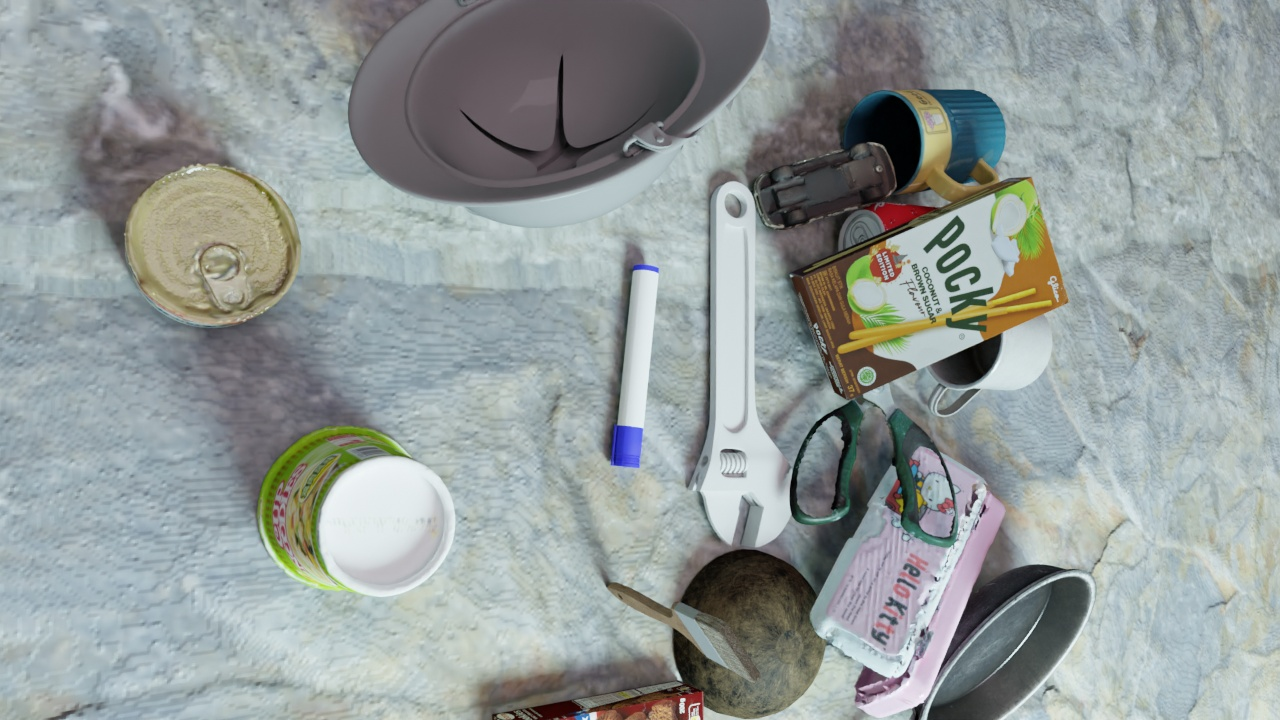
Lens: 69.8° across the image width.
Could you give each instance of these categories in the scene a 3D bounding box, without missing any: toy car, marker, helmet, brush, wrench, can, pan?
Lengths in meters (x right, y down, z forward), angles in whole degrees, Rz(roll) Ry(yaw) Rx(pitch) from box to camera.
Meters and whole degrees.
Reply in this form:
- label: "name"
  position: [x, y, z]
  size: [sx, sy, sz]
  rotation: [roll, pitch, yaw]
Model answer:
- label: "toy car"
  position: [0.142, -0.134, 0.713]
  size: [0.113, 0.040, 0.048]
  rotation: [-16, 89, -5]
- label: "marker"
  position: [-0.004, 0.004, 0.643]
  size: [0.020, 0.020, 0.141]
  rotation: [9, 82, -28]
- label: "helmet"
  position: [-0.044, -0.152, 0.578]
  size: [0.270, 0.118, 0.183]
  rotation: [-36, 68, -21]
- label: "brush"
  position: [0.017, 0.160, 0.573]
  size: [0.008, 0.143, 0.045]
  rotation: [-42, 115, -24]
- label: "wrench"
  position: [0.079, 0.002, 0.691]
  size: [0.086, 0.018, 0.273]
  rotation: [5, 83, -29]
- label: "can"
  position: [-0.234, -0.061, 0.504]
  size: [0.086, 0.043, 0.086]
  rotation: [2, 86, -29]
- label: "pan"
  position: [0.223, 0.285, 0.717]
  size: [0.356, 0.055, 0.187]
  rotation: [-34, 134, -10]
- label: "can"
  position: [0.218, -0.094, 0.746]
  size: [0.104, 0.064, 0.064]
  rotation: [-1, 87, -29]

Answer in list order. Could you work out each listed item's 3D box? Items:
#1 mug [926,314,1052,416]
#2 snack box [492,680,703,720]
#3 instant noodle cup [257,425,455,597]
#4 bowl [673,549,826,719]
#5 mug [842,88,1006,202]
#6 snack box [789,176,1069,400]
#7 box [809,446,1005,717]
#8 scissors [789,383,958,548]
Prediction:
- label: "mug"
  position: [0.287, -0.003, 0.777]
  size: [0.070, 0.084, 0.113]
  rotation: [4, 114, -31]
- label: "snack box"
  position: [-0.026, 0.252, 0.607]
  size: [0.140, 0.032, 0.051]
  rotation: [1, 86, -29]
- label: "instant noodle cup"
  position: [-0.152, 0.085, 0.504]
  size: [0.098, 0.108, 0.099]
  rotation: [2, 86, -28]
- label: "bowl"
  position: [0.090, 0.201, 0.661]
  size: [0.121, 0.056, 0.121]
  rotation: [2, 86, -29]
- label: "mug"
  position: [0.240, -0.168, 0.743]
  size: [0.107, 0.083, 0.113]
  rotation: [-11, 53, -33]
- label: "snack box"
  position: [0.218, -0.055, 0.692]
  size: [0.186, 0.031, 0.101]
  rotation: [-24, 102, -3]
- label: "box"
  position: [0.197, 0.159, 0.706]
  size: [0.102, 0.087, 0.201]
  rotation: [39, 54, 3]
- label: "scissors"
  position: [0.162, 0.047, 0.711]
  size: [0.146, 0.015, 0.209]
  rotation: [-4, 63, -9]
